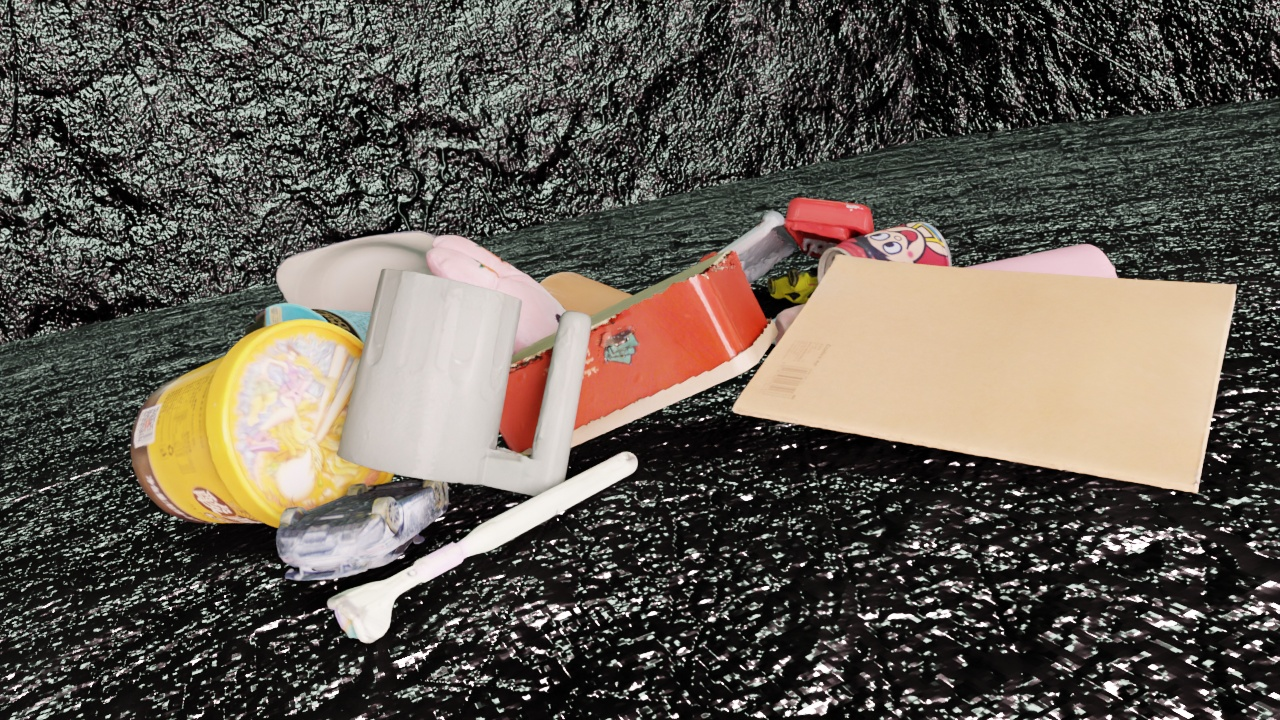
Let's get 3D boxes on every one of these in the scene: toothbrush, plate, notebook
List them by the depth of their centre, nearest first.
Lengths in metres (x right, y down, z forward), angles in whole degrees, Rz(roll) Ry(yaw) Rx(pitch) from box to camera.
[{"bbox_3d":[-0.064,0.081,0.446,0.029,0.020,0.189,33,35,27],"label":"toothbrush"},{"bbox_3d":[0.172,-0.005,0.469,0.212,0.012,0.149,9,41,34],"label":"notebook"},{"bbox_3d":[-0.226,-0.050,0.831,0.164,0.164,0.034,-9,43,6],"label":"plate"}]

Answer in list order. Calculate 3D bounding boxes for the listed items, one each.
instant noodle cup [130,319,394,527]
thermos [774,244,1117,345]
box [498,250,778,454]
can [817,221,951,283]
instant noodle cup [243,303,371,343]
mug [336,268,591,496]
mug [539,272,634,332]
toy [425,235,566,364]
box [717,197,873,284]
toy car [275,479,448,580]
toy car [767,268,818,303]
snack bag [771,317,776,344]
[{"bbox_3d":[-0.224,0.044,0.538,0.115,0.118,0.118,-11,11,31],"label":"instant noodle cup"},{"bbox_3d":[0.185,-0.019,0.578,0.198,0.067,0.087,-13,-14,0],"label":"thermos"},{"bbox_3d":[-0.013,-0.009,0.552,0.169,0.077,0.091,-24,7,24],"label":"box"},{"bbox_3d":[0.206,-0.076,0.779,0.093,0.066,0.066,-16,14,-21],"label":"can"},{"bbox_3d":[-0.251,0.005,0.762,0.111,0.111,0.120,-7,5,18],"label":"instant noodle cup"},{"bbox_3d":[-0.093,0.013,0.499,0.124,0.103,0.083,11,-2,5],"label":"mug"},{"bbox_3d":[-0.037,-0.030,0.782,0.078,0.078,0.123,-18,20,-29],"label":"mug"},{"bbox_3d":[-0.093,-0.035,0.688,0.054,0.159,0.121,-45,19,8],"label":"toy"},{"bbox_3d":[0.149,-0.112,0.887,0.160,0.065,0.201,-12,-3,14],"label":"box"},{"bbox_3d":[-0.137,0.082,0.466,0.054,0.037,0.120,-8,4,6],"label":"toy car"},{"bbox_3d":[0.156,-0.070,0.872,0.048,0.032,0.105,-8,1,-11],"label":"toy car"},{"bbox_3d":[0.135,-0.025,0.711,0.104,0.026,0.048,-3,3,30],"label":"snack bag"}]
